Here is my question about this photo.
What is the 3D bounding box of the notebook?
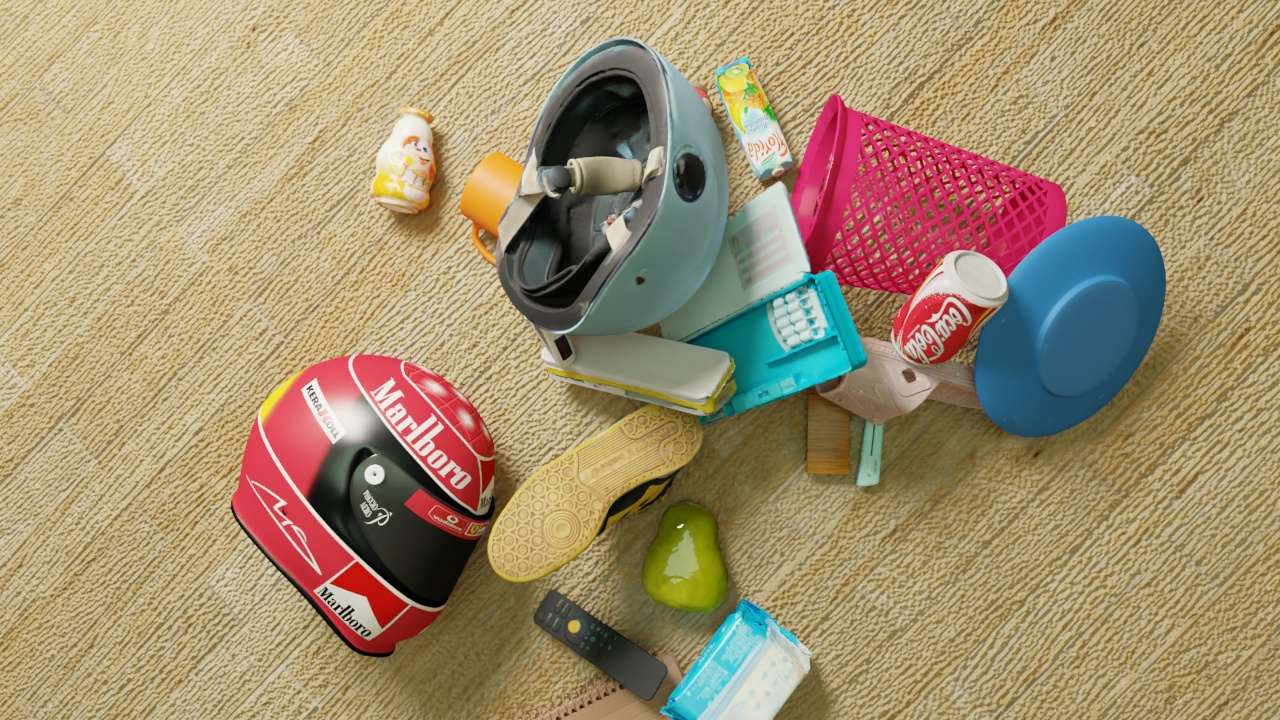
[{"bbox_3d":[-0.027,0.414,0.947,0.210,0.022,0.169,-28,85,4],"label":"notebook"}]

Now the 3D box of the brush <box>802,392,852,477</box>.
[{"bbox_3d":[0.194,0.054,0.947,0.048,0.017,0.126,1,87,6],"label":"brush"}]

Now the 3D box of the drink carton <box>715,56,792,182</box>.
[{"bbox_3d":[0.119,-0.251,0.963,0.044,0.038,0.129,-23,85,4],"label":"drink carton"}]

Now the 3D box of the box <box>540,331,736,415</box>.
[{"bbox_3d":[-0.006,0.004,0.907,0.210,0.065,0.045,13,131,33],"label":"box"}]

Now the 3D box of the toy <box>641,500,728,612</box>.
[{"bbox_3d":[0.049,0.199,0.937,0.090,0.051,0.110,9,85,4],"label":"toy"}]

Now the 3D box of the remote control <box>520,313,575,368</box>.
[{"bbox_3d":[-0.106,-0.052,0.933,0.025,0.060,0.138,-29,48,-9],"label":"remote control"}]

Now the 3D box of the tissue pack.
[{"bbox_3d":[0.099,0.319,0.912,0.093,0.062,0.144,38,78,7],"label":"tissue pack"}]

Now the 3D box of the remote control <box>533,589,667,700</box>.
[{"bbox_3d":[-0.042,0.291,0.943,0.152,0.020,0.041,29,83,20],"label":"remote control"}]

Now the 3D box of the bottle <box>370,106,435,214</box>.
[{"bbox_3d":[-0.251,-0.215,0.988,0.063,0.063,0.109,11,87,6],"label":"bottle"}]

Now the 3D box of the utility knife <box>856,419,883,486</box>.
[{"bbox_3d":[0.240,0.070,0.945,0.022,0.015,0.120,7,84,7],"label":"utility knife"}]

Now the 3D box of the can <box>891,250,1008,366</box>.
[{"bbox_3d":[0.273,-0.044,0.821,0.064,0.105,0.064,10,53,-14],"label":"can"}]

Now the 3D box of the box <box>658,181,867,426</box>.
[{"bbox_3d":[0.096,-0.045,0.878,0.039,0.227,0.182,-15,83,-37],"label":"box"}]

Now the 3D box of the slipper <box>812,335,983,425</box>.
[{"bbox_3d":[0.248,0.028,0.893,0.239,0.094,0.064,12,76,-5],"label":"slipper"}]

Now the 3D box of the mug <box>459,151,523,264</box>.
[{"bbox_3d":[-0.135,-0.148,0.971,0.096,0.077,0.113,32,118,7],"label":"mug"}]

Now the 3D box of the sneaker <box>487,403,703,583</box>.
[{"bbox_3d":[-0.048,0.135,0.902,0.238,0.122,0.086,-34,78,-18],"label":"sneaker"}]

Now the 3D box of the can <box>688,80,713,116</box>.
[{"bbox_3d":[0.040,-0.199,0.954,0.067,0.067,0.170,2,86,6],"label":"can"}]

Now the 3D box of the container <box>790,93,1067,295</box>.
[{"bbox_3d":[0.269,-0.137,0.882,0.226,0.183,0.183,14,88,-1],"label":"container"}]

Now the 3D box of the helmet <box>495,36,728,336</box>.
[{"bbox_3d":[-0.016,-0.149,0.842,0.226,0.166,0.265,17,97,47],"label":"helmet"}]

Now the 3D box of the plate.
[{"bbox_3d":[0.412,-0.023,0.858,0.224,0.024,0.225,-10,117,-20],"label":"plate"}]

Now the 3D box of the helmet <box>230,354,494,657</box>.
[{"bbox_3d":[-0.250,0.119,0.901,0.224,0.197,0.271,-41,92,2],"label":"helmet"}]
